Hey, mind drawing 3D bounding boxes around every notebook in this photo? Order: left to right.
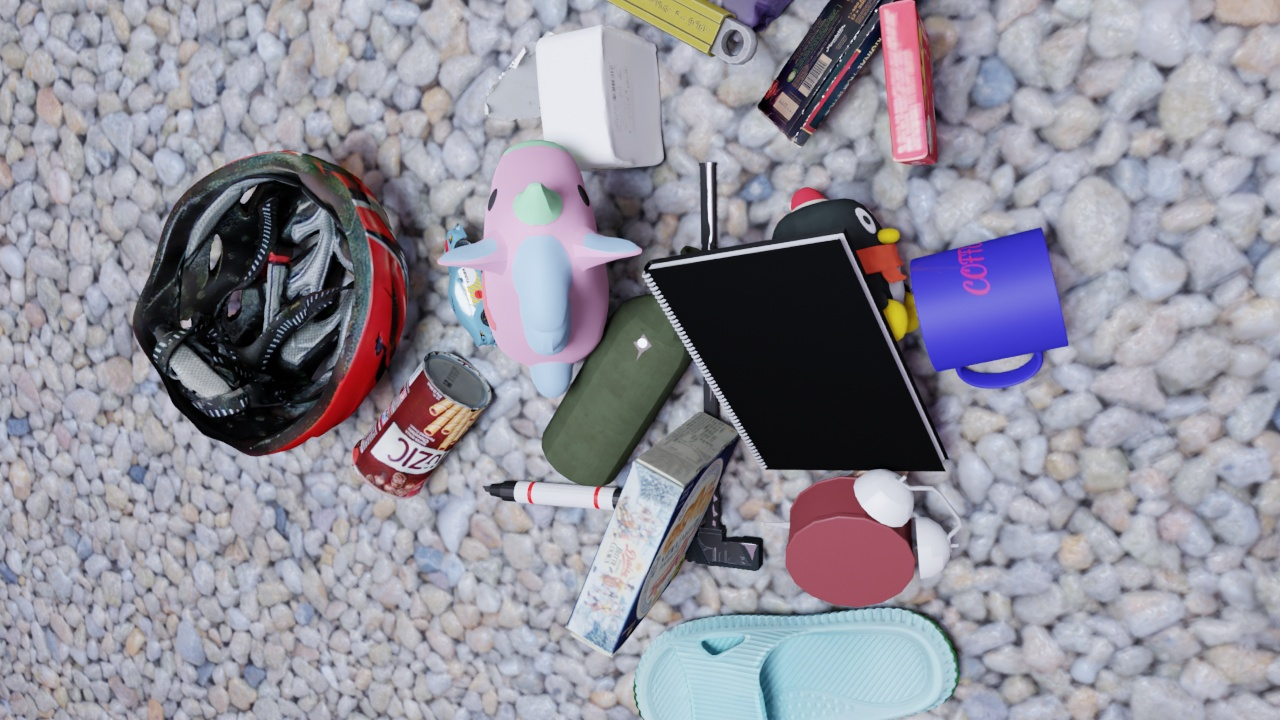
[{"bbox_3d":[0.107,0.004,0.632,0.149,0.016,0.207,-5,132,38],"label":"notebook"}]

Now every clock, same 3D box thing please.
[{"bbox_3d":[0.164,0.129,0.674,0.138,0.048,0.096,-29,113,29],"label":"clock"}]

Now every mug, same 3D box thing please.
[{"bbox_3d":[0.239,-0.027,0.621,0.084,0.079,0.111,-13,123,24],"label":"mug"}]

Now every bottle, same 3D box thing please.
[{"bbox_3d":[-0.004,0.004,0.713,0.071,0.071,0.207,37,117,11],"label":"bottle"}]

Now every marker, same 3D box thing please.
[{"bbox_3d":[-0.075,0.117,0.802,0.146,0.019,0.019,1,101,22],"label":"marker"}]

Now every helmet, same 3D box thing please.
[{"bbox_3d":[-0.300,-0.050,0.780,0.217,0.166,0.273,42,112,10],"label":"helmet"}]

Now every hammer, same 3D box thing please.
[{"bbox_3d":[0.049,0.008,0.734,0.095,0.015,0.325,3,101,23],"label":"hammer"}]

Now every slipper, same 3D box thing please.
[{"bbox_3d":[0.110,0.259,0.731,0.277,0.069,0.116,-16,91,23],"label":"slipper"}]

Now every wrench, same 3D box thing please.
[{"bbox_3d":[-0.026,-0.281,0.679,0.273,0.018,0.084,37,122,22],"label":"wrench"}]

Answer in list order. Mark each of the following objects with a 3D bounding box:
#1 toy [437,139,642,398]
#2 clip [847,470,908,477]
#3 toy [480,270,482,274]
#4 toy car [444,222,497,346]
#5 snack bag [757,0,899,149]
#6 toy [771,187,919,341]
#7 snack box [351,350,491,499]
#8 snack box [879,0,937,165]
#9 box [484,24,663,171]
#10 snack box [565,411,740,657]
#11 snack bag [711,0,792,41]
[{"bbox_3d":[-0.066,-0.049,0.641,0.120,0.170,0.223,-4,126,-5],"label":"toy"},{"bbox_3d":[0.174,0.087,0.690,0.062,0.047,0.025,-34,86,52],"label":"clip"},{"bbox_3d":[-0.085,-0.076,0.758,0.126,0.037,0.076,-20,100,31],"label":"toy"},{"bbox_3d":[-0.149,-0.060,0.775,0.027,0.060,0.108,-21,92,-20],"label":"toy car"},{"bbox_3d":[0.138,-0.224,0.624,0.018,0.074,0.155,24,115,-29],"label":"snack bag"},{"bbox_3d":[0.134,-0.066,0.641,0.100,0.097,0.119,-13,92,28],"label":"toy"},{"bbox_3d":[-0.193,0.058,0.811,0.072,0.072,0.121,46,112,8],"label":"snack box"},{"bbox_3d":[0.173,-0.170,0.582,0.021,0.132,0.089,-4,99,22],"label":"snack box"},{"bbox_3d":[-0.061,-0.191,0.689,0.130,0.109,0.103,-3,100,22],"label":"box"},{"bbox_3d":[0.013,0.123,0.683,0.042,0.144,0.145,26,109,15],"label":"snack box"},{"bbox_3d":[0.110,-0.323,0.618,0.206,0.058,0.096,-42,84,23],"label":"snack bag"}]
